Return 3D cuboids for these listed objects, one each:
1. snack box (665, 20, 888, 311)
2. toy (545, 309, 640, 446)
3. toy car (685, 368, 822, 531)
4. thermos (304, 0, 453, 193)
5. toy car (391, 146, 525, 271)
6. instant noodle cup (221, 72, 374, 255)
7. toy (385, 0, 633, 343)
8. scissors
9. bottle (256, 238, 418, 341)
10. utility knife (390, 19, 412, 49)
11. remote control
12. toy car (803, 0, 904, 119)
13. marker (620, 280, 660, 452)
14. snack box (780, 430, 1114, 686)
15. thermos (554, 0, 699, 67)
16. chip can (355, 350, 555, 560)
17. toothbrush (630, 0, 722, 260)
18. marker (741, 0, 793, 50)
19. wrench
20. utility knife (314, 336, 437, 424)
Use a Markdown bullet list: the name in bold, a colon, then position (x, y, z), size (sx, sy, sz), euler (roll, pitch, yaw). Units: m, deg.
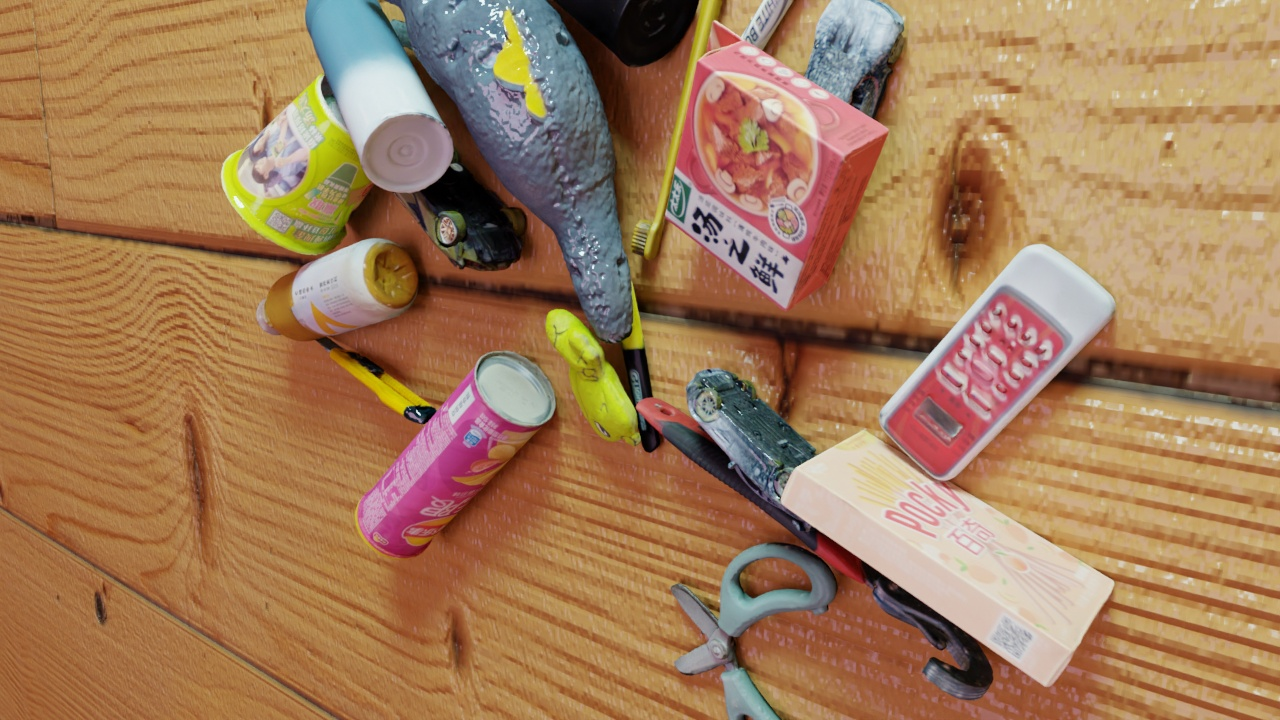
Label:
- **snack box**: position (0.063, -0.110, 0.523), size (0.127, 0.044, 0.113), euler (41, 145, 24)
- **toy**: position (-0.033, 0.013, 0.639), size (0.096, 0.031, 0.100), euler (44, 159, 47)
- **toy car**: position (0.074, 0.053, 0.565), size (0.120, 0.054, 0.037), euler (47, 121, 22)
- **thermos**: position (-0.200, -0.213, 0.683), size (0.070, 0.070, 0.220), euler (-57, 46, 30)
- **toy car**: position (-0.149, -0.124, 0.697), size (0.158, 0.070, 0.042), euler (48, 126, 23)
- **instant noodle cup**: position (-0.262, -0.167, 0.758), size (0.124, 0.111, 0.111), euler (-36, 76, 29)
- **toy**: position (-0.089, -0.177, 0.613), size (0.356, 0.091, 0.138), euler (57, 147, 10)
- **scissors**: position (0.089, 0.197, 0.598), size (0.171, 0.019, 0.170), euler (51, 132, 21)
- **bottle**: position (-0.273, -0.056, 0.806), size (0.190, 0.067, 0.068), euler (-11, 92, 39)
- **utility knife**: position (-0.123, -0.227, 0.686), size (0.205, 0.021, 0.031), euler (23, 111, 25)
- **remote control**: position (0.186, 0.004, 0.490), size (0.056, 0.020, 0.136), euler (48, 124, 22)
- **toy car**: position (0.109, -0.148, 0.514), size (0.049, 0.031, 0.106), euler (31, 118, 32)
- **marker**: position (-0.004, 0.004, 0.641), size (0.018, 0.015, 0.124), euler (-8, 94, 43)
- **snack box**: position (0.161, 0.096, 0.487), size (0.157, 0.084, 0.026), euler (34, 121, 28)
- **thermos**: position (-0.069, -0.290, 0.589), size (0.068, 0.090, 0.242), euler (-44, 69, 1)
- **chip can**: position (-0.152, 0.081, 0.737), size (0.211, 0.071, 0.071), euler (-44, 71, 34)
- **toothbrush**: position (0.024, -0.156, 0.586), size (0.016, 0.015, 0.190), euler (22, 112, 17)
- **marker**: position (0.073, -0.199, 0.541), size (0.017, 0.017, 0.146), euler (47, 123, 21)
- **wrench**: position (0.097, 0.102, 0.563), size (0.273, 0.056, 0.016), euler (39, 118, 30)
- **utility knife**: position (-0.245, 0.008, 0.809), size (0.216, 0.033, 0.015), euler (28, 105, 39)
